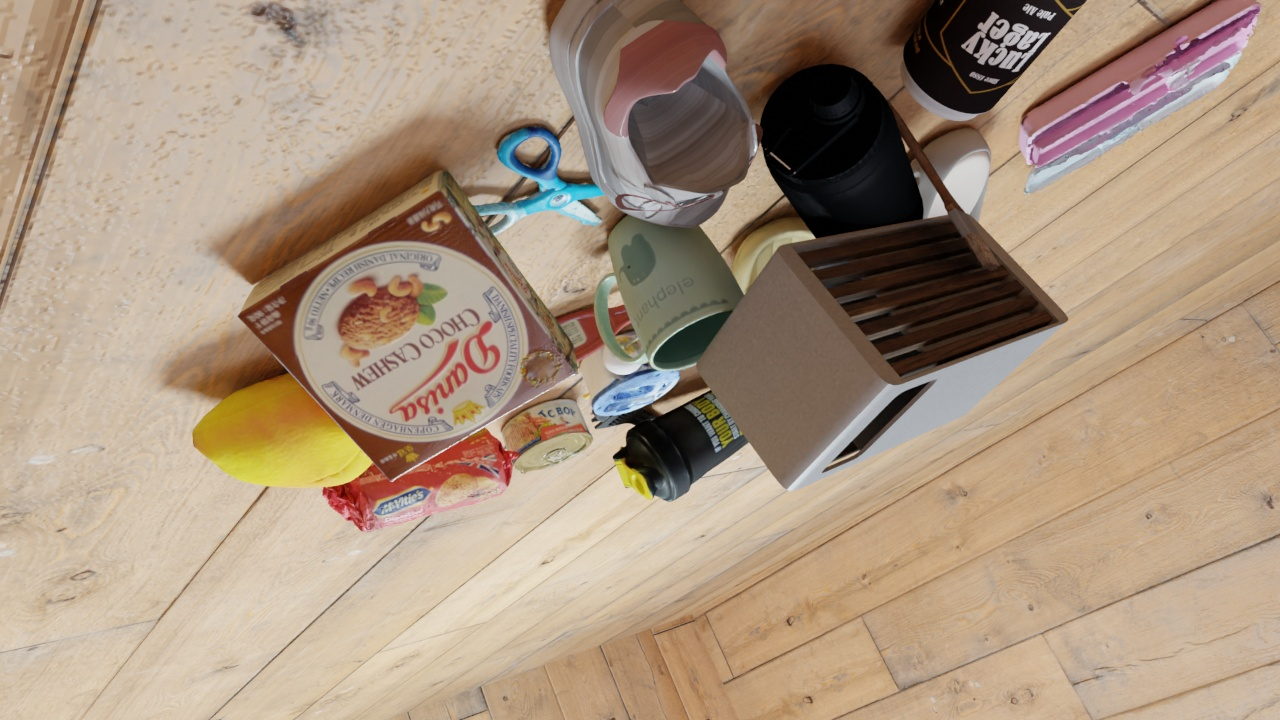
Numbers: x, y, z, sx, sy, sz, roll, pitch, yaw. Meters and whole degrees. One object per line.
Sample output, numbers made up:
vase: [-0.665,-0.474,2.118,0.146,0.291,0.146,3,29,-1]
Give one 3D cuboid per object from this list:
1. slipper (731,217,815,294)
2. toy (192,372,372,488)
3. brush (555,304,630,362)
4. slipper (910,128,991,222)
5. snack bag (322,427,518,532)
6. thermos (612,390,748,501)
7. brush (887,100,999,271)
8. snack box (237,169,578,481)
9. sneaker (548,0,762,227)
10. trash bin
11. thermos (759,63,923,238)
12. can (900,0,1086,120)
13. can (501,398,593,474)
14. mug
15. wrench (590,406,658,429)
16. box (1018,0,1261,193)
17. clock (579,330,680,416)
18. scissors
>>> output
slipper: [0.146,-0.005,0.826,0.111,0.079,0.262,-19,130,-13]
toy: [-0.202,0.034,0.660,0.194,0.087,0.134,-28,163,6]
brush: [-0.030,-0.030,0.773,0.172,0.041,0.030,-24,177,-8]
slipper: [0.259,-0.077,0.829,0.112,0.080,0.267,-20,142,-32]
snack bag: [-0.205,0.111,0.852,0.176,0.082,0.083,-11,155,-31]
thermos: [0.075,0.081,1.054,0.220,0.098,0.098,-30,162,-22]
brush: [0.211,-0.126,0.653,0.008,0.143,0.045,-34,166,26]
snack box: [-0.136,-0.017,0.559,0.143,0.041,0.147,-29,120,9]
sneaker: [0.023,-0.118,0.526,0.099,0.089,0.236,-33,159,3]
trash bin: [0.174,-0.014,0.653,0.228,0.114,0.115,-15,150,-39]
thermos: [0.141,-0.134,0.637,0.086,0.086,0.198,-31,159,15]
can: [0.218,-0.213,0.554,0.071,0.072,0.129,-15,157,-26]
can: [-0.096,0.078,0.941,0.086,0.043,0.086,-21,159,-9]
mug: [0.013,-0.049,0.672,0.111,0.104,0.084,-37,157,27]
wrench: [0.007,0.071,1.081,0.073,0.018,0.273,-30,160,10]
box: [0.434,-0.228,0.817,0.201,0.037,0.152,-30,161,13]
clock: [-0.005,0.005,0.856,0.088,0.052,0.126,-10,155,-34]
scissors: [-0.053,-0.112,0.579,0.139,0.013,0.118,-13,152,-31]
